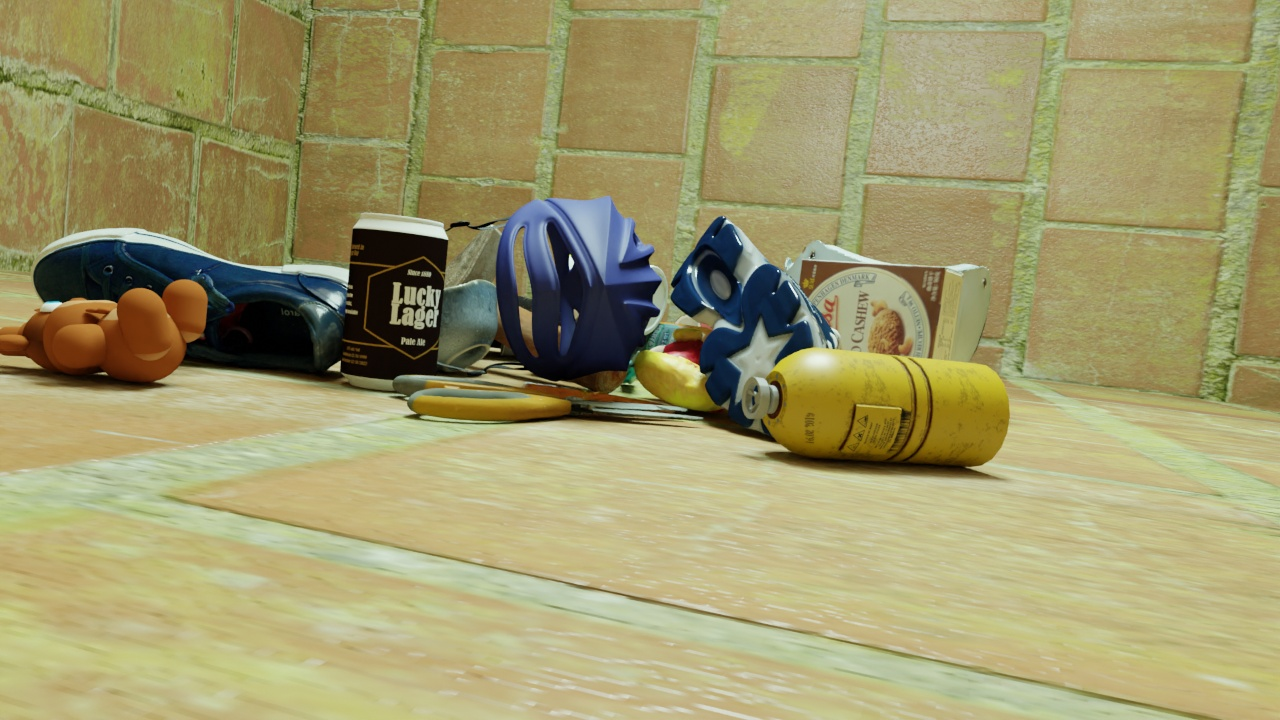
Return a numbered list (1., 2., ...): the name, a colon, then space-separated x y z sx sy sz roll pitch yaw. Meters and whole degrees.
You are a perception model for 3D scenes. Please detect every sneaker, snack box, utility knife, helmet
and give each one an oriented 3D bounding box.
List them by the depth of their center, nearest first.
1. sneaker: -0.366 -0.039 0.728 0.295 0.121 0.127 9 26 7
2. sneaker: 0.118 -0.015 0.742 0.132 0.103 0.269 27 21 -25
3. helmet: -0.096 -0.054 0.744 0.228 0.148 0.241 -6 5 0
4. snack box: 0.207 -0.016 0.833 0.147 0.143 0.041 10 3 43
5. utility knife: -0.005 0.005 0.888 0.022 0.015 0.158 -34 -5 -10
6. helmet: 0.273 -0.031 1.061 0.236 0.163 0.264 10 -3 3

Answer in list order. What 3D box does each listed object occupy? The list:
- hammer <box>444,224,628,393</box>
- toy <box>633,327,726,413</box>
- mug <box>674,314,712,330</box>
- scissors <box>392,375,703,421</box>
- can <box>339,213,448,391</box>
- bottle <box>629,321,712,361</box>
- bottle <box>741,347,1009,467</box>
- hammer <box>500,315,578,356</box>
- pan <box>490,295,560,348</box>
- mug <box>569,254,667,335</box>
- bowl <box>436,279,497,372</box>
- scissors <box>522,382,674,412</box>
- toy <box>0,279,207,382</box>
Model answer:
1. hammer: -0.116 -0.037 0.918 0.301 0.157 0.037 26 -13 43
2. toy: 0.046 0.012 0.783 0.105 0.067 0.137 21 9 -2
3. mug: 0.097 -0.021 1.295 0.096 0.080 0.117 4 -3 -28
4. scissors: -0.070 0.029 0.653 0.224 0.016 0.166 4 4 -35
5. can: -0.187 -0.044 0.700 0.072 0.128 0.072 6 4 -1
6. bottle: 0.054 -0.007 1.058 0.157 0.068 0.067 8 4 28
7. bottle: 0.144 0.030 0.581 0.163 0.071 0.071 5 4 -19
8. hammer: -0.066 -0.038 1.008 0.119 0.030 0.332 9 -14 -17
9. pan: -0.250 -0.044 1.213 0.358 0.040 0.207 -5 -16 40
10. mug: -0.033 -0.078 1.054 0.106 0.082 0.082 15 8 32
11. bowl: -0.176 -0.024 0.867 0.110 0.055 0.110 -30 -13 -8
12. scissors: -0.035 0.031 0.744 0.133 0.012 0.084 9 -1 -22
13. toy: -0.347 -0.020 0.583 0.128 0.065 0.095 2 5 10
